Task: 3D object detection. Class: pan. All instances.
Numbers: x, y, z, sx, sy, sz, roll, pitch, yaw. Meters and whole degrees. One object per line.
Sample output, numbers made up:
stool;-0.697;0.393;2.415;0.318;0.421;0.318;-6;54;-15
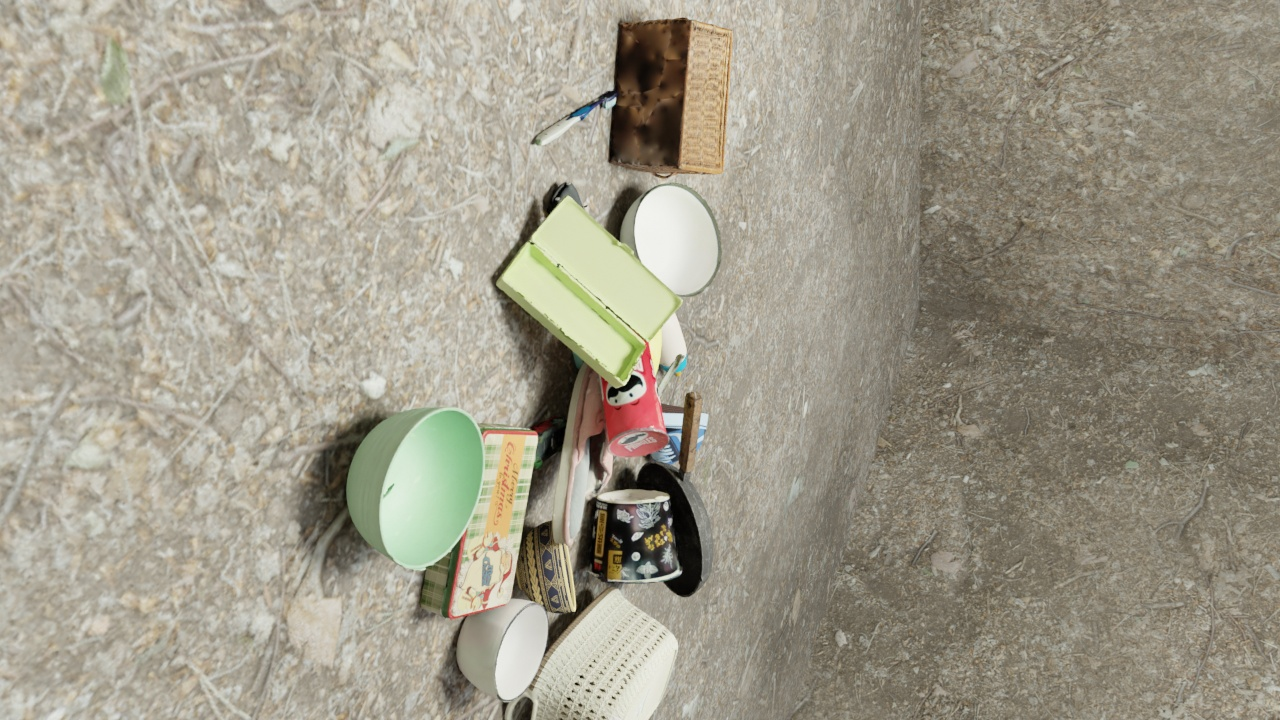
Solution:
pan;0.061;0.182;1.302;0.040;0.207;0.358;-11;130;-26

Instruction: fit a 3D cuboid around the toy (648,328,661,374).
toy;-0.007;0.007;1.238;0.155;0.064;0.170;118;-15;-70

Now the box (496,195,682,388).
box;-0.056;-0.076;1.034;0.187;0.044;0.141;40;75;-19

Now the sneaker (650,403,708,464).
sneaker;0.044;0.119;1.407;0.241;0.083;0.098;17;87;-67

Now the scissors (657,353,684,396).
scissors;0.006;0.057;1.277;0.014;0.095;0.171;-102;-160;-66

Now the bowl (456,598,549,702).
bowl;-0.163;0.328;1.062;0.116;0.066;0.116;-36;132;-57

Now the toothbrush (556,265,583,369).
toothbrush;-0.086;-0.062;1.131;0.016;0.017;0.181;-53;146;-45

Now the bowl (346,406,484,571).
bowl;-0.216;0.110;0.846;0.150;0.077;0.151;-36;131;-56

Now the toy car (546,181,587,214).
toy car;-0.078;-0.157;1.086;0.046;0.034;0.112;-61;149;-35

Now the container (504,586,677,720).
container;-0.057;0.437;1.243;0.245;0.143;0.185;-34;143;-57

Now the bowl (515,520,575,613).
bowl;-0.119;0.254;1.118;0.112;0.061;0.112;167;-87;-87

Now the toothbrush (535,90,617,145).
toothbrush;-0.072;-0.282;1.072;0.188;0.016;0.017;-49;152;-48

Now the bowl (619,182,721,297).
bowl;0.031;-0.157;1.239;0.153;0.073;0.153;5;81;-38

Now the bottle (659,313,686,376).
bottle;0.042;-0.022;1.378;0.051;0.051;0.146;-64;151;-31

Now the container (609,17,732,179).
container;0.039;-0.333;1.171;0.112;0.114;0.198;-15;112;-58

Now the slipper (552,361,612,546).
slipper;-0.061;0.104;1.125;0.114;0.054;0.273;88;9;-48

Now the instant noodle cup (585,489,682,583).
instant noodle cup;-0.010;0.244;1.294;0.137;0.137;0.112;-4;93;-65

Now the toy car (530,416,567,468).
toy car;-0.116;0.096;1.101;0.091;0.036;0.042;-41;137;-63

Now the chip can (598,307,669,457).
chip can;-0.020;-0.002;1.113;0.073;0.073;0.232;53;23;-58

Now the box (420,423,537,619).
box;-0.173;0.172;0.999;0.117;0.050;0.205;13;87;-66
